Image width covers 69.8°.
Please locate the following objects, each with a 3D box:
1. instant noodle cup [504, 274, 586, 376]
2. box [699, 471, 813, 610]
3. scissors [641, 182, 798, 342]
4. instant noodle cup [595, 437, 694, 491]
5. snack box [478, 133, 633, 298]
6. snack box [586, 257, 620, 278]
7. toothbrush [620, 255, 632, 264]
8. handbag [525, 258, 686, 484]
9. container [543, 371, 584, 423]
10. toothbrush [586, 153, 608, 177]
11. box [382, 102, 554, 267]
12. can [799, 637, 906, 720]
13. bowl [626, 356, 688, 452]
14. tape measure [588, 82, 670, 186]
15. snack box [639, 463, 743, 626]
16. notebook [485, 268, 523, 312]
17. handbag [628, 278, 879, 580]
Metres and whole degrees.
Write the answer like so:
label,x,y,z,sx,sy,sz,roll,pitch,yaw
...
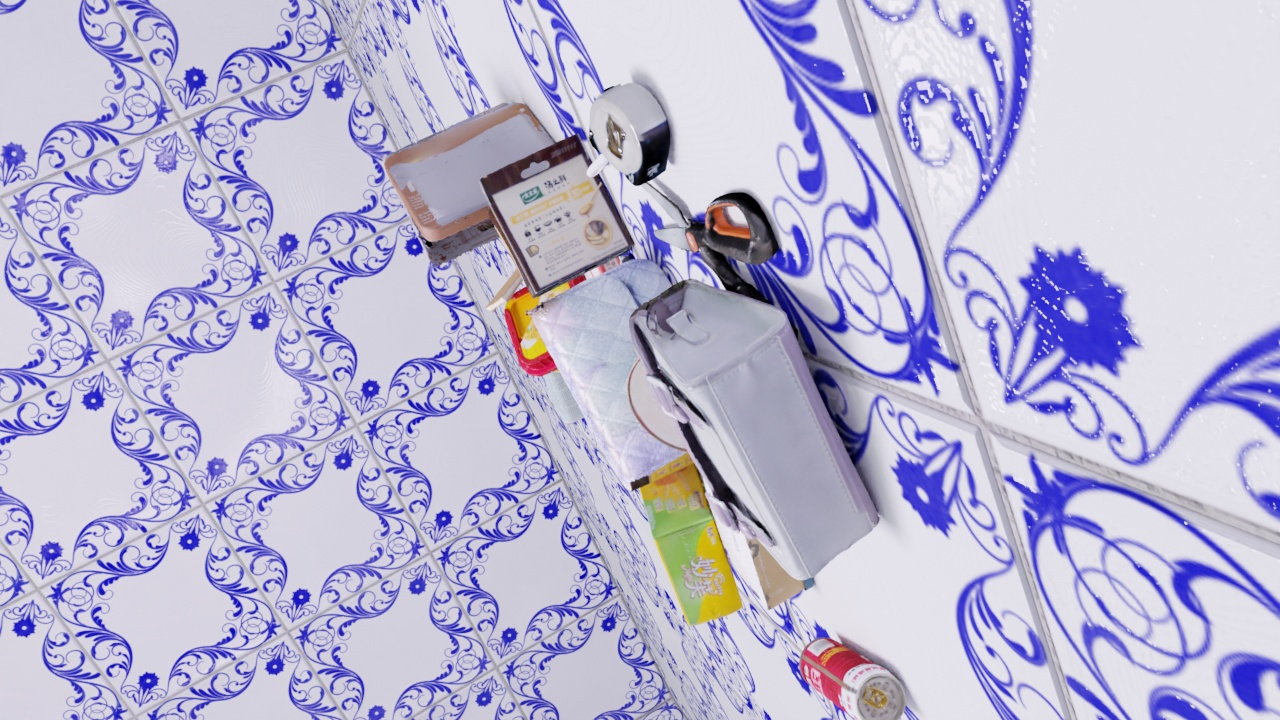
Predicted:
label,x,y,z,sx,sy,sz,roll,pitch,yaw
instant noodle cup,-0.087,-0.038,1.130,0.123,0.116,0.116,29,-143,-62
box,0.118,0.170,0.921,0.090,0.059,0.184,48,164,51
scissors,0.055,-0.078,0.709,0.210,0.021,0.222,61,168,0
instant noodle cup,0.016,0.074,0.988,0.118,0.114,0.119,58,168,19
snack box,-0.086,-0.144,0.927,0.125,0.113,0.053,63,168,-1
snack box,-0.026,-0.067,1.059,0.153,0.025,0.075,66,166,-19
toothbrush,-0.016,-0.028,0.995,0.018,0.015,0.181,-125,33,-61
handbag,-0.005,0.005,0.878,0.194,0.134,0.076,60,169,4
container,-0.091,0.011,1.256,0.111,0.090,0.090,67,171,-18
toothbrush,-0.029,-0.191,0.824,0.180,0.016,0.016,169,81,-77
box,-0.180,-0.192,1.062,0.193,0.183,0.157,54,167,44
can,0.202,0.309,0.885,0.053,0.053,0.133,62,168,-3
bowl,0.050,0.019,0.804,0.113,0.114,0.062,67,-151,-25
tape measure,-0.009,-0.176,0.702,0.066,0.033,0.066,44,154,23
snack box,0.047,0.177,1.073,0.209,0.070,0.158,-106,-3,-55
notebook,-0.127,-0.124,1.089,0.012,0.149,0.212,37,172,-11
handbag,0.076,0.048,0.683,0.197,0.098,0.145,61,172,-27
